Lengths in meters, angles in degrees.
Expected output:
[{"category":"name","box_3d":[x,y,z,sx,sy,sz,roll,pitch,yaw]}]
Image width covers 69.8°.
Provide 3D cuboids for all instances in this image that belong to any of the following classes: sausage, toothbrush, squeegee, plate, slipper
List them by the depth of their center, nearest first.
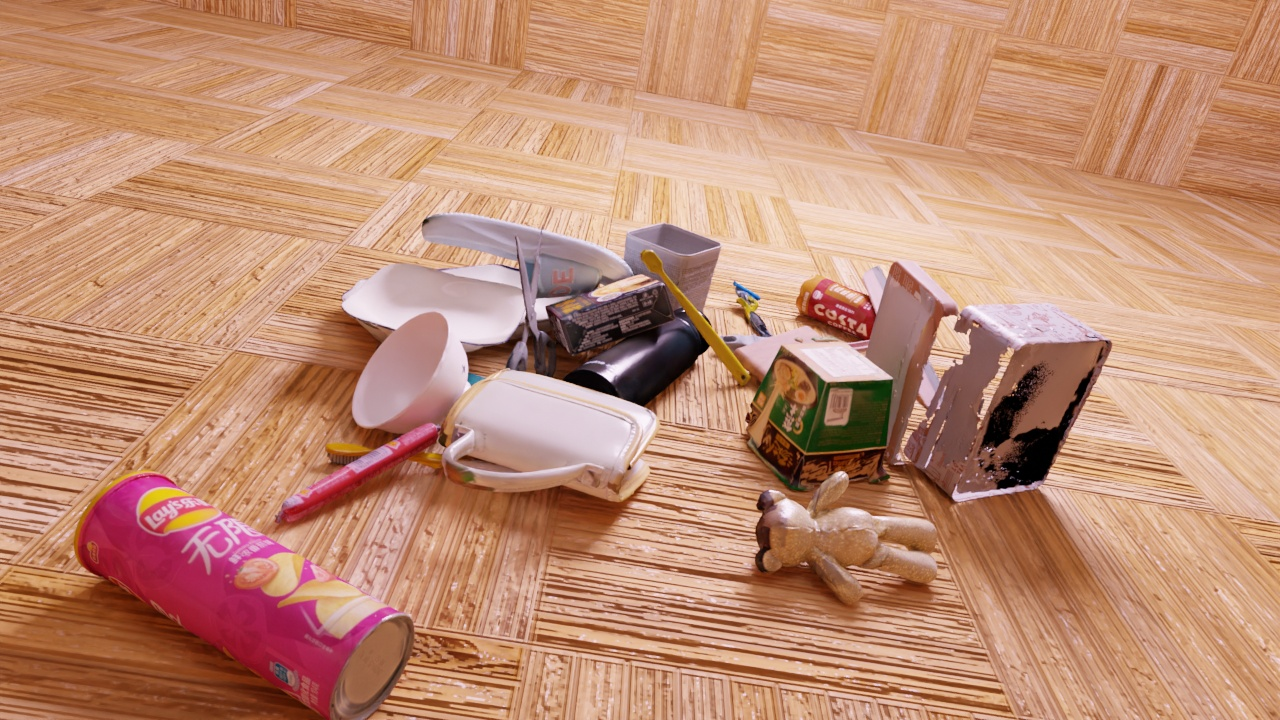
[{"category":"sausage","box_3d":[-0.216,0.085,0.713,0.020,0.020,0.155,27,39,30]},{"category":"toothbrush","box_3d":[-0.163,0.087,0.759,0.191,0.018,0.016,9,27,-11]},{"category":"plate","box_3d":[-0.201,-0.047,0.917,0.163,0.034,0.164,12,25,1]},{"category":"toothbrush","box_3d":[0.059,-0.045,0.978,0.015,0.190,0.016,-42,23,-5]},{"category":"slipper","box_3d":[-0.120,-0.105,1.006,0.245,0.074,0.104,12,-1,-22]},{"category":"plate","box_3d":[-0.196,-0.056,1.024,0.265,0.034,0.162,-12,34,-41]},{"category":"squeegee","box_3d":[0.208,-0.019,1.101,0.249,0.040,0.247,-2,47,-10]}]

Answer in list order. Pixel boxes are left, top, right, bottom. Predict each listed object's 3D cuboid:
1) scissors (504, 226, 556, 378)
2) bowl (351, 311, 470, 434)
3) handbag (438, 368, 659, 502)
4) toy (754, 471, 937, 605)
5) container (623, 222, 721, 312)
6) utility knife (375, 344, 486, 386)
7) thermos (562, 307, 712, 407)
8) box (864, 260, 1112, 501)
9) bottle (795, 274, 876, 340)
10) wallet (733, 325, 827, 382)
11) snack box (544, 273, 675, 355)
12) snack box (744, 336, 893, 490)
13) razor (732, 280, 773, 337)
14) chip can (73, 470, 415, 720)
[{"category":"scissors","box_3d":[-0.107,-0.036,0.881,0.014,0.175,0.159,10,66,20]},{"category":"bowl","box_3d":[-0.189,0.023,0.807,0.064,0.118,0.118,42,4,-38]},{"category":"handbag","box_3d":[-0.080,0.066,0.753,0.163,0.063,0.178,16,17,12]},{"category":"toy","box_3d":[0.165,0.143,0.728,0.157,0.066,0.105,10,67,-11]},{"category":"container","box_3d":[0.031,-0.092,1.096,0.090,0.114,0.090,26,29,29]},{"category":"utility knife","box_3d":[-0.198,0.009,0.910,0.157,0.013,0.029,17,27,13]},{"category":"thermos","box_3d":[-0.006,0.006,0.946,0.090,0.068,0.241,-4,15,27]},{"category":"box","box_3d":[0.311,0.013,0.914,0.156,0.183,0.193,-1,31,-25]},{"category":"bottle","box_3d":[0.290,-0.057,1.194,0.175,0.058,0.057,28,30,32]},{"category":"wallet","box_3d":[0.178,0.005,1.027,0.115,0.020,0.101,-21,46,-29]},{"category":"snack box","box_3d":[-0.036,-0.047,0.966,0.113,0.053,0.125,-20,15,-11]},{"category":"snack box","box_3d":[0.174,0.046,0.871,0.118,0.106,0.117,-3,29,-26]},{"category":"razor","box_3d":[0.148,-0.054,1.175,0.042,0.022,0.142,25,24,-24]},{"category":"chip can","box_3d":[-0.239,0.138,0.550,0.211,0.071,0.071,21,27,21]}]
